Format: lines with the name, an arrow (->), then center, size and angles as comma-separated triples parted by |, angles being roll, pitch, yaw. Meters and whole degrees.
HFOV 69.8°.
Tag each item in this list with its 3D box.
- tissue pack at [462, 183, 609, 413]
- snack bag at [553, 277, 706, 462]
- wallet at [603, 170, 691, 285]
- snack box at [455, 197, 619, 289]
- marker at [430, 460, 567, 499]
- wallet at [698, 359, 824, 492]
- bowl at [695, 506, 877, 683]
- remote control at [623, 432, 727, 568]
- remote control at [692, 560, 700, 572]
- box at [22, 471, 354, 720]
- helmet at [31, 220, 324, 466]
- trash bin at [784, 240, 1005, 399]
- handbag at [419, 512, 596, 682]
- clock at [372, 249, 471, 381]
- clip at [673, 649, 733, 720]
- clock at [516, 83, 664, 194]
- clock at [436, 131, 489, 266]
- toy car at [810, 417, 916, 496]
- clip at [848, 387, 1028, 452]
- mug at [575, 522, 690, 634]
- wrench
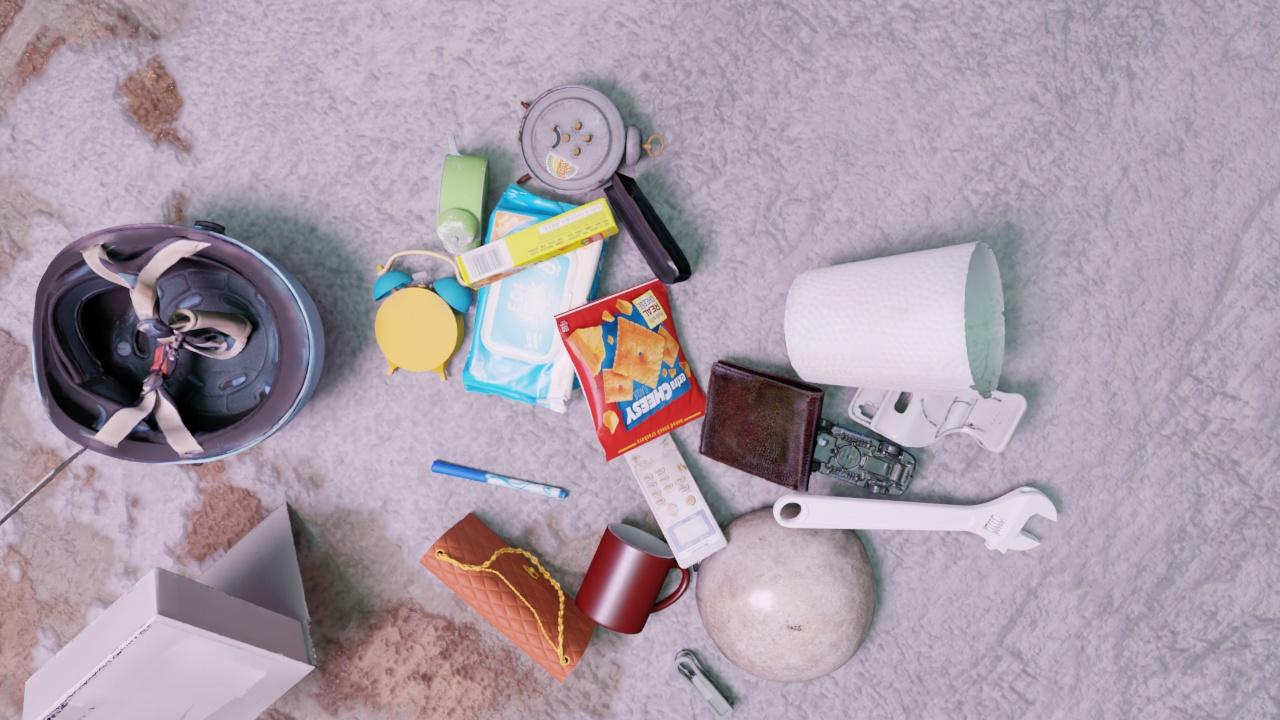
tissue pack -> -0.101, -0.061, 0.896 | 0.117, 0.066, 0.209 | 12, 92, 4
snack bag -> -0.005, 0.005, 0.879 | 0.130, 0.039, 0.144 | -23, 95, -30
wallet -> 0.006, -0.121, 0.869 | 0.026, 0.089, 0.115 | -33, 88, 13
snack box -> -0.094, -0.107, 0.843 | 0.148, 0.040, 0.029 | -22, 87, 2
marker -> -0.144, 0.122, 0.935 | 0.142, 0.013, 0.013 | 11, 94, 5
wallet -> 0.114, 0.060, 0.871 | 0.120, 0.031, 0.099 | 17, 106, 34
bowl -> 0.140, 0.234, 0.873 | 0.178, 0.081, 0.178 | 1, 99, 6
remote control -> 0.032, 0.131, 0.895 | 0.050, 0.011, 0.135 | -30, 69, 6
remote control -> 0.121, 0.189, 0.914 | 0.140, 0.009, 0.030 | -7, 92, 6
box -> -0.412, 0.236, 0.906 | 0.167, 0.380, 0.172 | -40, 105, 6
helmet -> -0.418, -0.020, 0.875 | 0.266, 0.166, 0.225 | 6, 96, 7
trash bin -> 0.223, -0.033, 0.813 | 0.162, 0.133, 0.133 | -1, 93, 35
handbag -> -0.123, 0.224, 0.890 | 0.172, 0.109, 0.060 | 40, 96, 2
clock -> -0.220, -0.046, 0.920 | 0.099, 0.043, 0.130 | 7, 101, 5
clip -> 0.062, 0.324, 0.918 | 0.023, 0.045, 0.076 | -43, 87, 4
clock -> -0.050, -0.210, 0.886 | 0.148, 0.056, 0.104 | 4, 94, 7
clock -> -0.171, -0.150, 0.885 | 0.042, 0.094, 0.119 | 6, 88, -5
toy car -> 0.202, 0.093, 0.884 | 0.120, 0.043, 0.056 | 19, 95, 2
clip -> 0.286, 0.031, 0.868 | 0.144, 0.075, 0.125 | 29, 98, 14
mug -> -0.001, 0.218, 0.903 | 0.105, 0.073, 0.082 | 21, 95, -26
wrench -> 0.259, 0.146, 0.865 | 0.273, 0.018, 0.066 | 3, 111, -6
